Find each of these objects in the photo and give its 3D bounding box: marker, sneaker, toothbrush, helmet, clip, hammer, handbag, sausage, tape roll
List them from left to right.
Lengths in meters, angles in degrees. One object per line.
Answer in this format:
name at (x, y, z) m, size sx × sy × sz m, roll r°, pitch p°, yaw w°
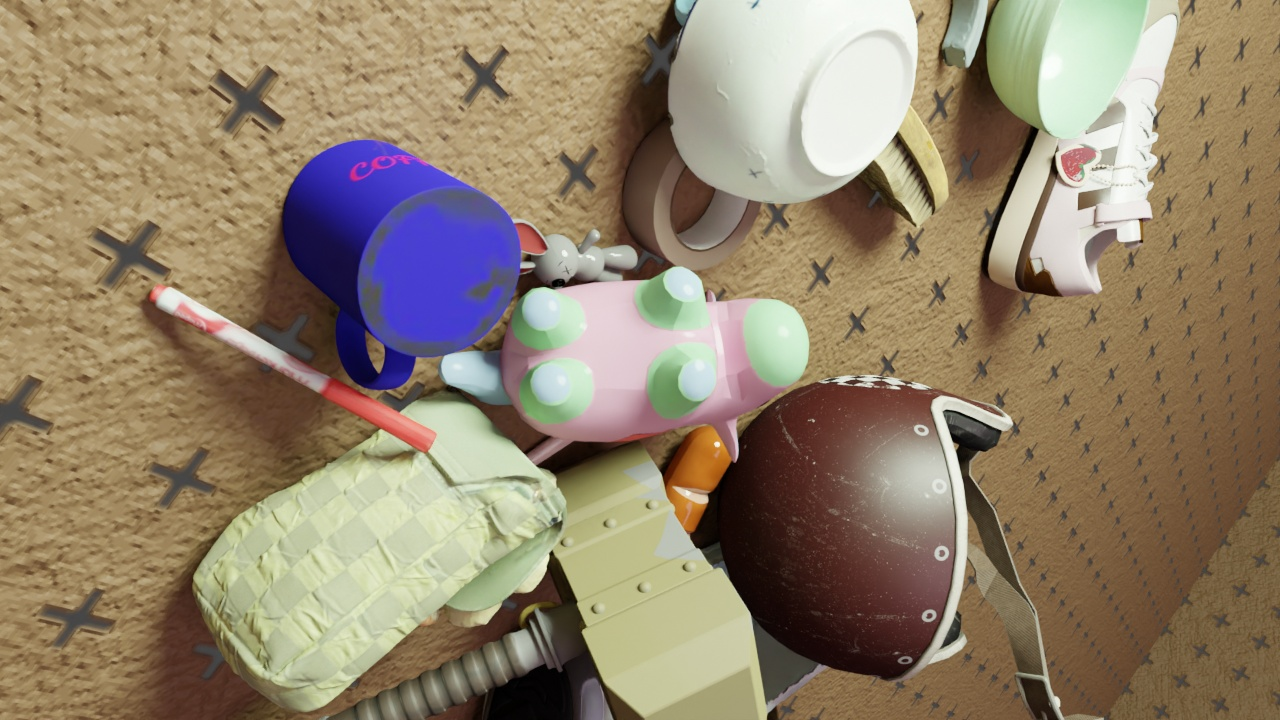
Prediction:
marker at (-0.159, 0.005, 0.429) m, size 0.142 × 0.013 × 0.013 m, roll 33°, pitch 90°, yaw -22°
handbag at (-0.129, 0.104, 0.490) m, size 0.186 × 0.113 × 0.117 m, roll -36°, pitch 136°, yaw -18°
hammer at (-0.110, 0.191, 0.540) m, size 0.324 × 0.190 × 0.101 m, roll -22°, pitch 129°, yaw -11°
toothbrush at (-0.075, 0.070, 0.586) m, size 0.180 × 0.018 × 0.016 m, roll -35°, pitch 136°, yaw -24°
sneaker at (-0.054, 0.324, 0.693) m, size 0.160 × 0.093 × 0.257 m, roll 6°, pitch 99°, yaw -55°
sausage at (0.024, 0.125, 0.688) m, size 0.039 × 0.044 × 0.164 m, roll 17°, pitch 99°, yaw -36°
tape roll at (0.035, -0.105, 0.572) m, size 0.093 × 0.030 × 0.094 m, roll -22°, pitch 127°, yaw -33°
helmet at (0.187, 0.130, 0.694) m, size 0.253 × 0.234 × 0.233 m, roll 1°, pitch 102°, yaw -27°
clip at (0.214, -0.262, 0.650) m, size 0.164 × 0.031 × 0.169 m, roll 26°, pitch 96°, yaw -50°
sneaker at (0.424, -0.190, 0.820) m, size 0.111 × 0.116 × 0.294 m, roll 13°, pitch 104°, yaw -46°

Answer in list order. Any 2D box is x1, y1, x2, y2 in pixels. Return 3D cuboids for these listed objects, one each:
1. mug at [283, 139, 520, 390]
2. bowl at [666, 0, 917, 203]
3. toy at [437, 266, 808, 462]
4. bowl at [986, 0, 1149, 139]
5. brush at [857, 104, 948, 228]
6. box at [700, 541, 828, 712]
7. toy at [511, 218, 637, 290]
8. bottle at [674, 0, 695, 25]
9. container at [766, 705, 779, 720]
mug at (-0.116, -0.039, 0.431) m, size 0.079 × 0.083 × 0.111 m, roll 2°, pitch 112°, yaw -44°
bowl at (0.096, -0.153, 0.509) m, size 0.153 × 0.073 × 0.154 m, roll -22°, pitch 133°, yaw -26°
toy at (-0.003, 0.003, 0.548) m, size 0.222 × 0.171 × 0.120 m, roll -6°, pitch 80°, yaw -8°
bowl at (0.324, -0.256, 0.717) m, size 0.150 × 0.077 × 0.151 m, roll -22°, pitch 127°, yaw -32°
brush at (0.172, -0.153, 0.652) m, size 0.043 × 0.059 × 0.195 m, roll -49°, pitch 139°, yaw 6°
box at (0.117, 0.198, 0.792) m, size 0.210 × 0.130 × 0.106 m, roll -19°, pitch 117°, yaw -42°
toy at (-0.048, -0.057, 0.524) m, size 0.111 × 0.030 × 0.049 m, roll 0°, pitch 141°, yaw -45°
bottle at (0.068, -0.178, 0.553) m, size 0.040 × 0.040 × 0.130 m, roll -56°, pitch 138°, yaw -2°
container at (0.091, 0.356, 0.806) m, size 0.251 × 0.186 × 0.157 m, roll -30°, pitch 146°, yaw 27°
